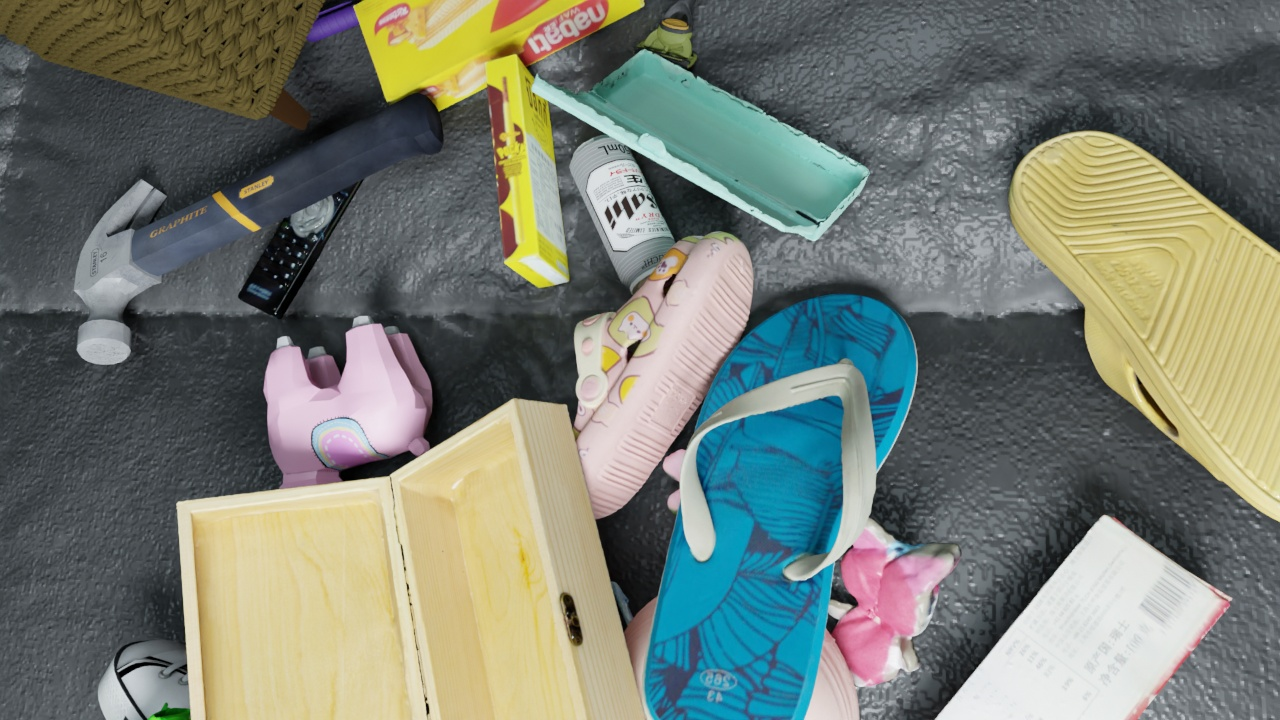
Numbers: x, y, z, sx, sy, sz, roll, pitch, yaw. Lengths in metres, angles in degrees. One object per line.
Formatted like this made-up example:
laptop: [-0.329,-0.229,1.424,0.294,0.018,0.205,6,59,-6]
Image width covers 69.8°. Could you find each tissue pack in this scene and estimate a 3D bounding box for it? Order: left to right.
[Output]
tissue pack: [-0.259,0.264,0.516,0.114,0.034,0.099,40,94,13]

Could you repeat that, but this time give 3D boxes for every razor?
razor: [0.043,-0.276,0.654,0.044,0.021,0.144,22,82,18]

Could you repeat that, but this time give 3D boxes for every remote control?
remote control: [-0.249,-0.098,0.690,0.045,0.021,0.140,23,81,26]

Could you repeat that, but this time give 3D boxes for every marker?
marker: [-0.205,-0.280,0.719,0.134,0.015,0.018,-17,105,11]

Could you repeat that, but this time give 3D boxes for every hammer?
hammer: [-0.285,-0.112,0.679,0.313,0.035,0.139,-21,62,13]

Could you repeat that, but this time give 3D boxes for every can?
can: [-0.010,-0.098,0.615,0.044,0.044,0.106,-27,73,8]

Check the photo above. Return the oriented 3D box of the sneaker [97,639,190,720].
sneaker: [-0.225,0.225,0.579,0.245,0.091,0.097,23,84,19]

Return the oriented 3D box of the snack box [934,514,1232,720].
snack box: [0.197,0.213,0.497,0.076,0.044,0.273,39,89,24]

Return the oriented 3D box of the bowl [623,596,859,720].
bowl: [0.043,0.204,0.503,0.153,0.076,0.153,1,92,16]

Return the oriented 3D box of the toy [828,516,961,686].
toy: [0.141,0.137,0.527,0.065,0.050,0.102,26,113,32]

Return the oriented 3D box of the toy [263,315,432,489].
toy: [-0.200,0.057,0.621,0.123,0.067,0.157,-12,79,10]

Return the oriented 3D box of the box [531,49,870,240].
box: [0.038,-0.135,0.580,0.187,0.055,0.138,34,43,20]

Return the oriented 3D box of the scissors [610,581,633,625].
scissors: [0.012,0.191,0.564,0.125,0.013,0.127,-30,71,7]

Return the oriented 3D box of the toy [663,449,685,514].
toy: [0.062,0.088,0.559,0.096,0.041,0.109,-45,68,15]

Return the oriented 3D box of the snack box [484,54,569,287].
snack box: [-0.078,-0.129,0.631,0.026,0.061,0.148,-11,75,13]

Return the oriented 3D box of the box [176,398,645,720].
box: [-0.125,0.174,0.511,0.252,0.119,0.247,-15,69,-1]

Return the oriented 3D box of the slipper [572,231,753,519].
slipper: [-0.003,0.003,0.574,0.081,0.093,0.197,31,93,28]

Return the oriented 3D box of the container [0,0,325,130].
container: [-0.365,-0.292,0.641,0.321,0.205,0.176,20,83,28]

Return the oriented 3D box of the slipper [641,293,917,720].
slipper: [0.073,0.064,0.500,0.118,0.060,0.294,9,57,23]

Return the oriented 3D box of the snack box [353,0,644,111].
snack box: [-0.105,-0.261,0.676,0.201,0.042,0.092,-24,73,9]

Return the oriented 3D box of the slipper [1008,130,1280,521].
slipper: [0.300,-0.022,0.505,0.099,0.078,0.263,-30,56,7]
